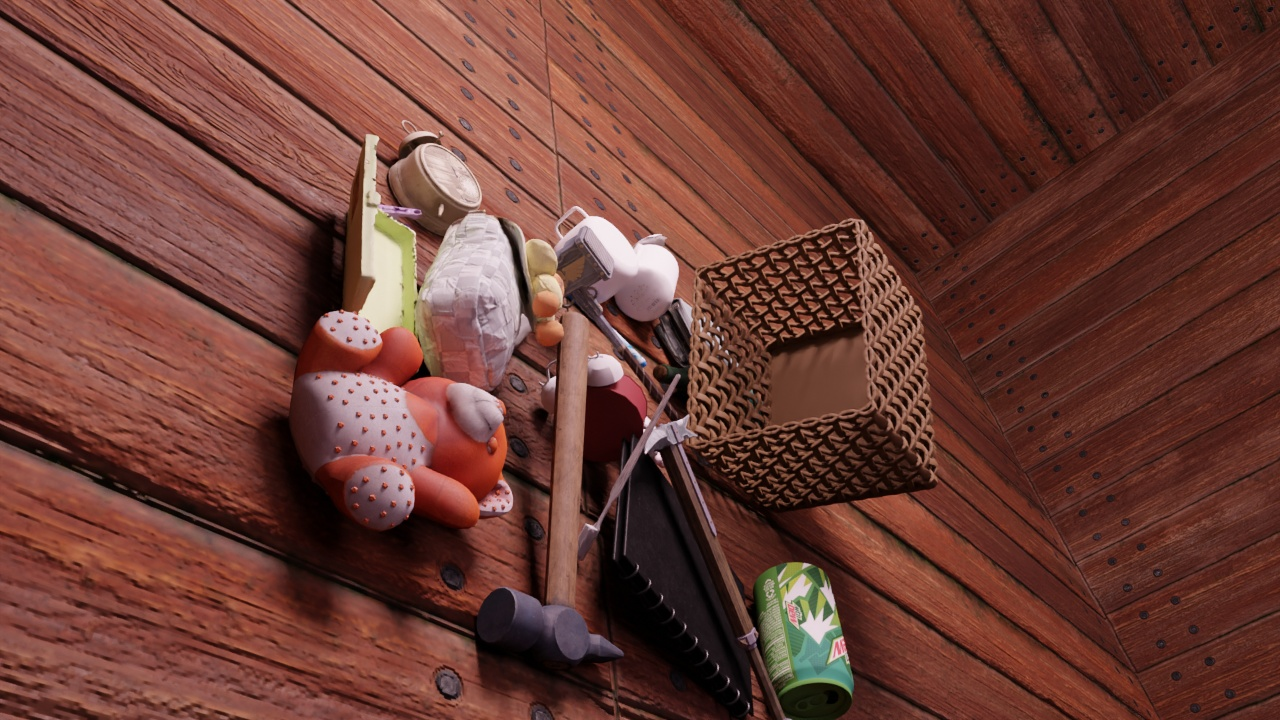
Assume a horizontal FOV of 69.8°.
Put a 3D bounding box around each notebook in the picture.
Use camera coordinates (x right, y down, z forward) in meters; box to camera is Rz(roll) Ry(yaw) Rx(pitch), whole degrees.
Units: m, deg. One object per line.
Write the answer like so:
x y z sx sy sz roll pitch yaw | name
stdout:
0.043 0.201 0.847 0.231 0.019 0.168 56 20 -27 | notebook

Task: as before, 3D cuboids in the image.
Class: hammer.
-0.061 0.092 0.762 0.129 0.040 0.321 36 42 -40 | hammer
0.076 0.206 0.845 0.316 0.028 0.147 68 15 5 | hammer
-0.007 0.005 1.030 0.322 0.099 0.044 53 22 -21 | hammer

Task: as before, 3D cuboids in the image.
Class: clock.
-0.213 -0.195 0.947 0.092 0.055 0.140 5 54 -60 | clock
-0.041 0.044 0.883 0.124 0.087 0.044 55 21 -20 | clock

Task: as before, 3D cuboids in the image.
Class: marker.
-0.042 -0.041 1.097 0.142 0.013 0.013 45 25 -17 | marker

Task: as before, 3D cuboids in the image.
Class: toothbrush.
-0.013 0.090 0.788 0.010 0.181 0.010 29 -1 -42 | toothbrush
-0.137 -0.006 0.866 0.024 0.022 0.185 18 27 5 | toothbrush

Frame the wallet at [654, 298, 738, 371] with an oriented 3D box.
0.081 -0.022 1.246 0.131 0.054 0.100 21 40 -54 | wallet

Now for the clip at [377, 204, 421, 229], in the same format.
-0.234 -0.133 0.873 0.050 0.046 0.014 -8 52 -14 | clip

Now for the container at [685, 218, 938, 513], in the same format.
0.206 0.018 1.096 0.214 0.220 0.251 41 44 -45 | container

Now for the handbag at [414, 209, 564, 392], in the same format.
-0.126 -0.047 0.796 0.171 0.123 0.113 -87 177 -59 | handbag

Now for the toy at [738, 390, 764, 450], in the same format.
0.203 0.107 1.277 0.193 0.073 0.130 43 24 1 | toy

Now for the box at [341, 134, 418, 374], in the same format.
-0.225 -0.084 0.767 0.134 0.061 0.187 85 -7 -49 | box

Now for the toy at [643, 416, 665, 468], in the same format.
-0.004 0.072 0.959 0.076 0.037 0.125 37 -21 57 | toy

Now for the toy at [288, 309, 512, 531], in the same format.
-0.158 0.051 0.655 0.172 0.093 0.163 18 40 -55 | toy

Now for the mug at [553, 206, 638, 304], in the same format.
-0.060 -0.132 1.120 0.115 0.068 0.094 54 24 4 | mug

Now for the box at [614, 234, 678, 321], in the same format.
0.009 -0.119 1.219 0.091 0.081 0.159 40 24 -9 | box

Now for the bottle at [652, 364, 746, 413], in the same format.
0.072 0.029 1.156 0.174 0.055 0.055 17 42 -52 | bottle

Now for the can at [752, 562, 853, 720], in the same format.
0.163 0.283 0.928 0.083 0.083 0.143 40 27 -27 | can
